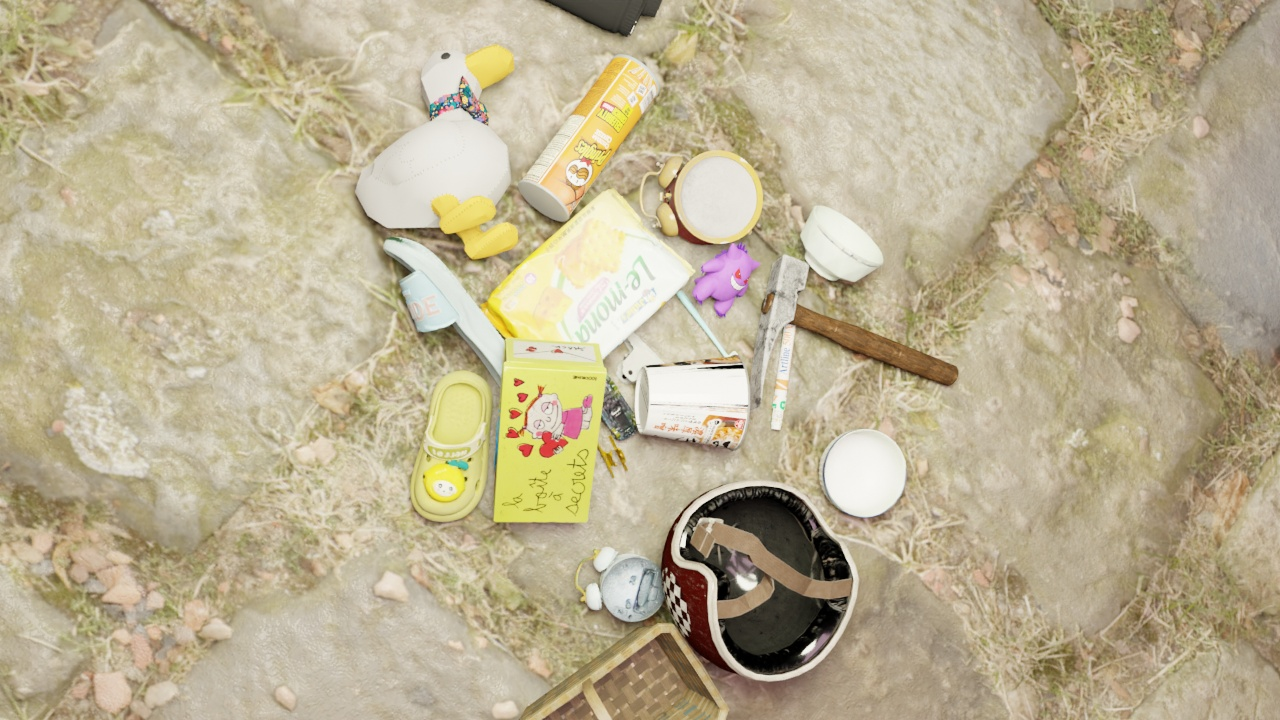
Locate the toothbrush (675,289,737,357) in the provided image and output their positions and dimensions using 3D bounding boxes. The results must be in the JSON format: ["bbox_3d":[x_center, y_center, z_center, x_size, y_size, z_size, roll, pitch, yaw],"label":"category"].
[{"bbox_3d":[0.078,-0.060,1.226,0.016,0.016,0.180,-40,96,-7],"label":"toothbrush"}]

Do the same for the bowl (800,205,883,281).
[{"bbox_3d":[0.260,-0.147,1.225,0.117,0.117,0.061,34,120,-8],"label":"bowl"}]

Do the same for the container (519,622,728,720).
[{"bbox_3d":[-0.027,0.440,1.101,0.249,0.186,0.157,-33,94,-10],"label":"container"}]

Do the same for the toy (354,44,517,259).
[{"bbox_3d":[-0.238,-0.254,1.119,0.247,0.141,0.267,-26,68,6],"label":"toy"}]

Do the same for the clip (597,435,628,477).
[{"bbox_3d":[-0.031,0.123,1.185,0.044,0.050,0.054,-27,93,-45],"label":"clip"}]

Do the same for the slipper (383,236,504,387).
[{"bbox_3d":[-0.235,-0.049,1.126,0.074,0.104,0.245,-40,100,-13],"label":"slipper"}]

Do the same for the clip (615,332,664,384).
[{"bbox_3d":[-0.006,0.006,1.210,0.101,0.046,0.056,45,77,-5],"label":"clip"}]

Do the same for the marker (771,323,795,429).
[{"bbox_3d":[0.193,0.021,1.244,0.017,0.017,0.145,9,86,-10],"label":"marker"}]

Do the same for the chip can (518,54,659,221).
[{"bbox_3d":[-0.064,-0.283,1.163,0.075,0.075,0.214,36,75,-8],"label":"chip can"}]

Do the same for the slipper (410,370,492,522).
[{"bbox_3d":[-0.227,0.106,1.131,0.091,0.082,0.190,11,83,-13],"label":"slipper"}]

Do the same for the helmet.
[{"bbox_3d":[0.133,0.258,1.101,0.233,0.253,0.234,-4,103,-19],"label":"helmet"}]

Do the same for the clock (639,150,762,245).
[{"bbox_3d":[0.074,-0.209,1.196,0.158,0.081,0.117,3,91,-14],"label":"clock"}]

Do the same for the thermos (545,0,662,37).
[{"bbox_3d":[-0.071,-0.486,1.177,0.198,0.086,0.086,24,84,-9],"label":"thermos"}]

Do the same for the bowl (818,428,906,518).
[{"bbox_3d":[0.290,0.149,1.234,0.118,0.062,0.118,0,88,-10],"label":"bowl"}]

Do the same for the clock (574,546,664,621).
[{"bbox_3d":[-0.026,0.285,1.173,0.117,0.057,0.083,17,85,-10],"label":"clock"}]

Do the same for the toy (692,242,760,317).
[{"bbox_3d":[0.111,-0.112,1.205,0.088,0.106,0.056,-43,53,17],"label":"toy"}]

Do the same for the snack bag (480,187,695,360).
[{"bbox_3d":[-0.070,-0.086,1.164,0.247,0.068,0.159,-42,91,-5],"label":"snack bag"}]

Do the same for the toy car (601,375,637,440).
[{"bbox_3d":[-0.037,0.061,1.193,0.038,0.027,0.090,-34,100,-10],"label":"toy car"}]

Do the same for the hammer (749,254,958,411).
[{"bbox_3d":[0.292,0.008,1.233,0.300,0.037,0.217,20,69,-14],"label":"hammer"}]

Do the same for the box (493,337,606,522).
[{"bbox_3d":[-0.113,0.089,1.105,0.124,0.082,0.221,5,116,-11],"label":"box"}]

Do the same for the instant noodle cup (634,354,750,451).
[{"bbox_3d":[0.061,0.052,1.162,0.121,0.124,0.123,2,87,-12],"label":"instant noodle cup"}]
